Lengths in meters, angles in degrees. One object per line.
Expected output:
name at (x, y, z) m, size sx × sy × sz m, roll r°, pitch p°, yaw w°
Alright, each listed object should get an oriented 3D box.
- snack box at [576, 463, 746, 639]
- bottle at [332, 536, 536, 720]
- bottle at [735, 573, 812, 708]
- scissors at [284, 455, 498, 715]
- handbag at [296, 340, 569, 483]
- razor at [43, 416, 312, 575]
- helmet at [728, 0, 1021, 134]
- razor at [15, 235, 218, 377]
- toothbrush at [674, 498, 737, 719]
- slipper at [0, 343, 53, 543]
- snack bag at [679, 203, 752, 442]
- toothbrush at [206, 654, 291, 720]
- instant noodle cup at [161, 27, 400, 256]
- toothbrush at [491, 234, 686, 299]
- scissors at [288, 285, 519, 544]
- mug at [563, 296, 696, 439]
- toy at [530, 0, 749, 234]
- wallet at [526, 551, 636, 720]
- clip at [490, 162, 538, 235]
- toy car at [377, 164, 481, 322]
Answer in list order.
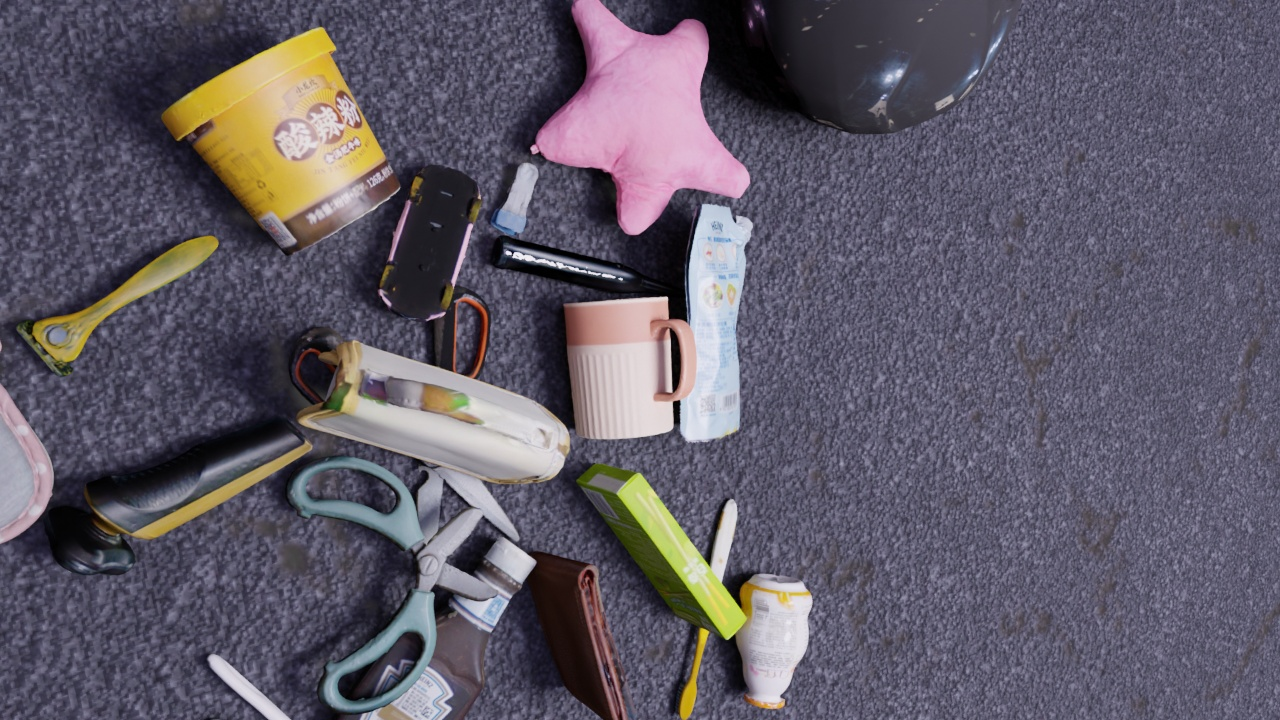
snack box at (0.015, 0.152, 0.740) m, size 0.026 × 0.086 × 0.156 m, roll -40°, pitch 105°, yaw -21°
bottle at (-0.149, 0.220, 0.681) m, size 0.080 × 0.044 × 0.194 m, roll 38°, pitch 76°, yaw -9°
bottle at (0.113, 0.243, 0.796) m, size 0.063 × 0.063 × 0.108 m, roll 9°, pitch 85°, yaw -25°
scissors at (-0.196, 0.151, 0.652) m, size 0.170 × 0.019 × 0.171 m, roll 39°, pitch 77°, yaw -3°
handbag at (-0.125, 0.033, 0.602) m, size 0.163 × 0.179 × 0.063 m, roll 21°, pitch 75°, yaw -27°
razor at (-0.303, 0.087, 0.616) m, size 0.167 × 0.062 × 0.068 m, roll -29°, pitch 132°, yaw -28°
helmet at (0.185, -0.299, 0.730) m, size 0.274 × 0.234 × 0.230 m, roll -24°, pitch 122°, yaw -63°
razor at (-0.340, -0.045, 0.611) m, size 0.132 × 0.028 × 0.043 m, roll -40°, pitch 102°, yaw -22°
toothbrush at (0.057, 0.214, 0.799) m, size 0.016 × 0.018 × 0.191 m, roll 18°, pitch 80°, yaw -26°
slipper at (-0.449, -0.010, 0.542) m, size 0.114 × 0.054 × 0.274 m, roll -28°, pitch 102°, yaw -22°
snack bag at (0.062, -0.033, 0.761) m, size 0.110 × 0.039 × 0.191 m, roll -10°, pitch 104°, yaw -53°
toothbrush at (-0.246, 0.273, 0.657) m, size 0.016 × 0.016 × 0.180 m, roll -42°, pitch 107°, yaw -13°
instant noodle cup at (-0.232, -0.142, 0.615) m, size 0.118 × 0.119 × 0.114 m, roll -38°, pitch 112°, yaw -20°
toothbrush at (-0.018, -0.069, 0.758) m, size 0.212 × 0.026 × 0.027 m, roll 9°, pitch 98°, yaw -27°
scissors at (-0.161, 0.045, 0.693) m, size 0.221 × 0.022 × 0.227 m, roll 32°, pitch 76°, yaw -21°
mug at (-0.004, 0.004, 0.718) m, size 0.081 × 0.115 × 0.106 m, roll -9°, pitch 96°, yaw -49°
toy at (-0.008, -0.201, 0.738) m, size 0.178 × 0.075 × 0.194 m, roll -19°, pitch 94°, yaw -21°
wallet at (-0.045, 0.208, 0.703) m, size 0.032 × 0.101 × 0.124 m, roll -19°, pitch 97°, yaw -26°
clip at (-0.097, -0.128, 0.726) m, size 0.025 × 0.036 × 0.058 m, roll 24°, pitch 79°, yaw -21°
toy car at (-0.157, -0.087, 0.684) m, size 0.056 × 0.037 × 0.122 m, roll 18°, pitch 76°, yaw -15°
